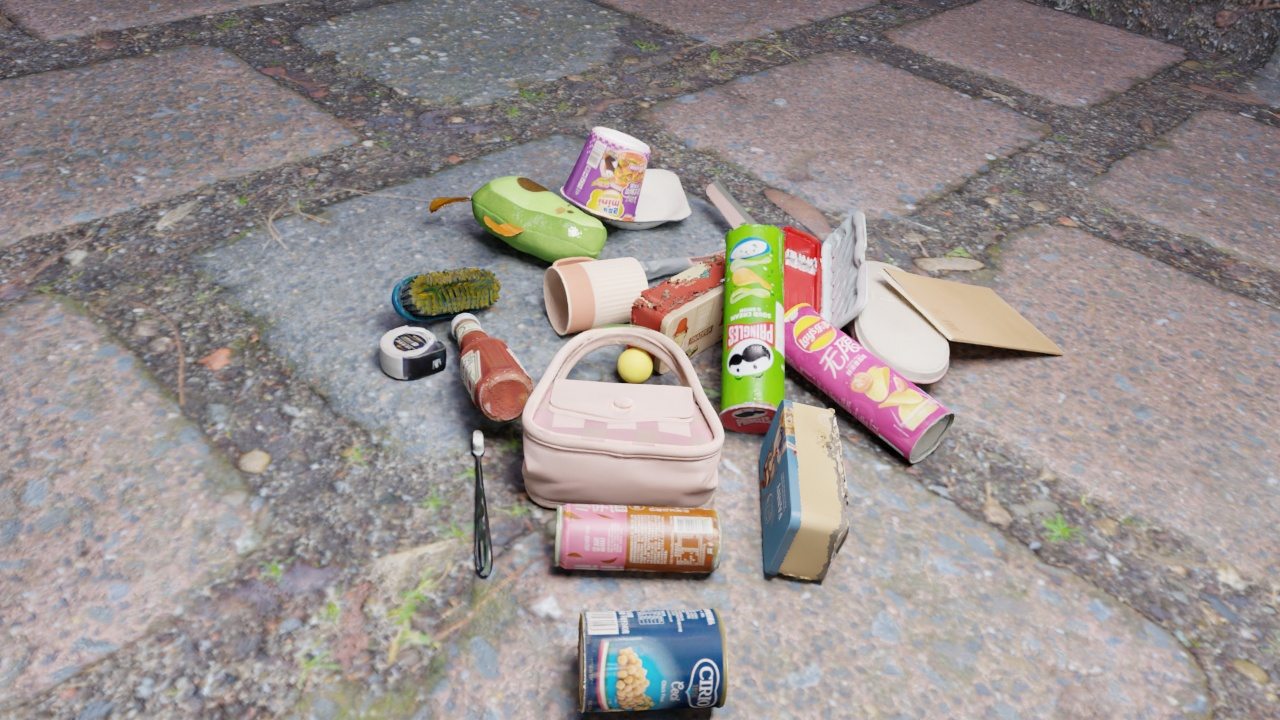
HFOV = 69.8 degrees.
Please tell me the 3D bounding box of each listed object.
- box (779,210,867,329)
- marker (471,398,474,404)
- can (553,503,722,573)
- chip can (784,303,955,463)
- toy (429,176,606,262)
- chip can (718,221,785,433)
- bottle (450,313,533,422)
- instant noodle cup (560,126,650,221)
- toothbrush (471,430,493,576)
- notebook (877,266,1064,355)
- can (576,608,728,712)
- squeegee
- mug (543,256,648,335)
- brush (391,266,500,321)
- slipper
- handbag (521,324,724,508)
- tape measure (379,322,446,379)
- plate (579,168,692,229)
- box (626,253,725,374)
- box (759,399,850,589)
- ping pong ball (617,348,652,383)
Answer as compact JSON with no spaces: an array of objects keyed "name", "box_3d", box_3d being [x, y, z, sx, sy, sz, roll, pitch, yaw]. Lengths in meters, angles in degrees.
[{"name":"box","box_3d":[0.222,-0.116,1.159,0.119,0.098,0.200,17,45,-5]},{"name":"marker","box_3d":[-0.109,0.050,0.983,0.145,0.017,0.017,9,37,3]},{"name":"can","box_3d":[-0.003,0.159,0.822,0.147,0.058,0.057,3,38,-4]},{"name":"chip can","box_3d":[0.240,0.022,1.014,0.071,0.072,0.210,-24,51,-34]},{"name":"toy","box_3d":[-0.147,-0.190,1.227,0.247,0.090,0.226,26,27,20]},{"name":"chip can","box_3d":[0.125,-0.040,1.013,0.072,0.072,0.235,5,63,-1]},{"name":"bottle","box_3d":[-0.169,-0.001,0.988,0.059,0.060,0.206,-10,26,-20]},{"name":"instant noodle cup","box_3d":[-0.041,-0.256,1.244,0.111,0.099,0.111,20,21,-8]},{"name":"toothbrush","box_3d":[-0.152,0.132,0.872,0.015,0.018,0.180,0,39,-13]},{"name":"notebook","box_3d":[0.418,-0.061,1.157,0.211,0.012,0.149,5,35,-31]},{"name":"can","box_3d":[0.006,0.233,0.714,0.111,0.075,0.075,0,38,-7]},{"name":"squeegee","box_3d":[0.067,-0.135,1.230,0.249,0.040,0.247,-17,55,-28]},{"name":"mug","box_3d":[-0.060,-0.089,1.117,0.105,0.082,0.114,-11,42,-24]},{"name":"brush","box_3d":[-0.236,-0.077,1.087,0.074,0.055,0.143,-14,2,39]},{"name":"slipper","box_3d":[0.309,-0.044,1.134,0.114,0.055,0.273,6,33,-3]},{"name":"handbag","box_3d":[-0.017,0.044,0.937,0.193,0.094,0.233,6,39,-3]},{"name":"tape measure","box_3d":[-0.258,-0.009,1.026,0.065,0.034,0.066,-19,42,-33]},{"name":"plate","box_3d":[-0.014,-0.235,1.353,0.163,0.034,0.164,-1,38,-9]},{"name":"box","box_3d":[0.057,-0.064,1.095,0.076,0.091,0.167,35,46,28]},{"name":"box","box_3d":[0.152,0.124,0.866,0.060,0.090,0.183,13,36,-2]},{"name":"ping pong ball","box_3d":[-0.006,0.006,1.035,0.040,0.040,0.040,4,37,-3]}]
